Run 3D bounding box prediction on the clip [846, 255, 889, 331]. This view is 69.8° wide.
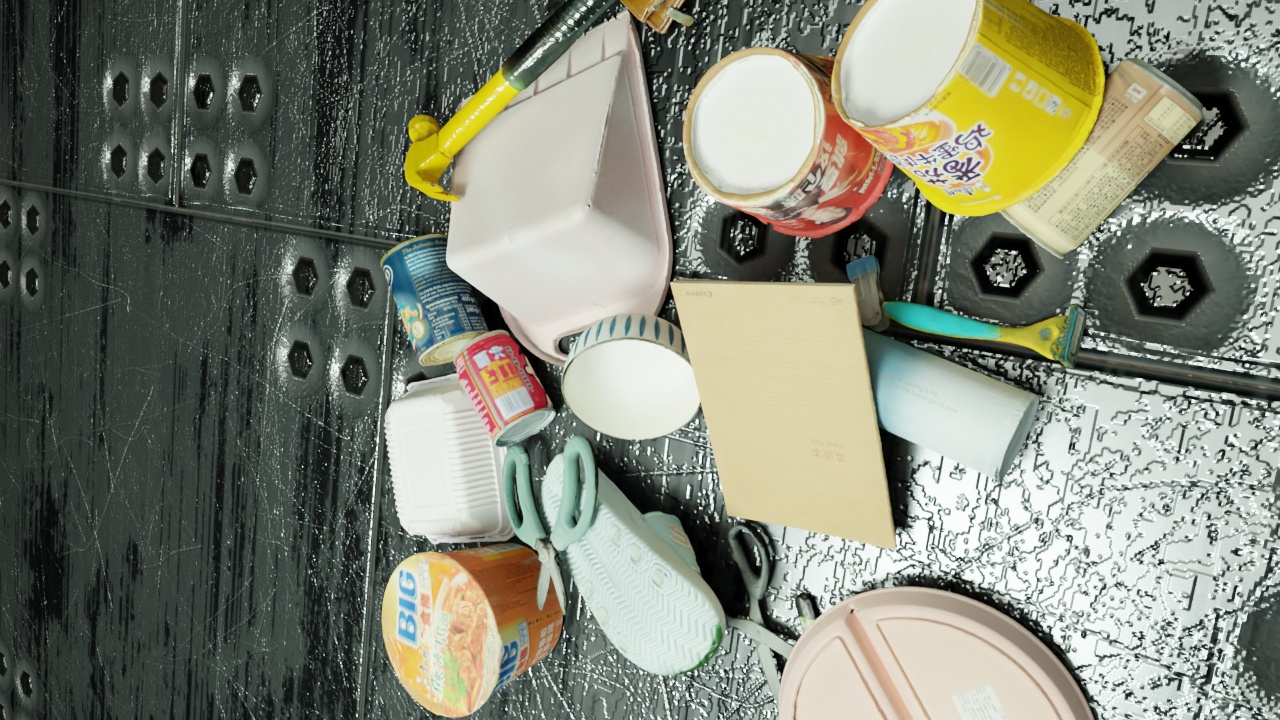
[{"bbox_3d":[0.172,-0.050,0.686,0.024,0.027,0.056,-20,71,31],"label":"clip"}]

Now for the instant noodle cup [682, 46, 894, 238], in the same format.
[{"bbox_3d":[0.104,-0.160,0.667,0.138,0.108,0.138,3,96,34],"label":"instant noodle cup"}]

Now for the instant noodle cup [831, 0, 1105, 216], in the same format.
[{"bbox_3d":[0.195,-0.173,0.573,0.138,0.109,0.137,-29,53,46],"label":"instant noodle cup"}]

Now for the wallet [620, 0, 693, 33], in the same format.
[{"bbox_3d":[0.023,-0.349,0.751,0.119,0.035,0.131,50,120,20],"label":"wallet"}]

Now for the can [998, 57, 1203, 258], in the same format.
[{"bbox_3d":[0.285,-0.126,0.576,0.058,0.058,0.116,48,117,22],"label":"can"}]

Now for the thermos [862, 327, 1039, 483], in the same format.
[{"bbox_3d":[0.166,0.012,0.661,0.221,0.070,0.070,25,107,29],"label":"thermos"}]

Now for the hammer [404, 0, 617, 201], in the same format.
[{"bbox_3d":[-0.111,-0.249,0.806,0.302,0.032,0.128,-35,47,29],"label":"hammer"}]

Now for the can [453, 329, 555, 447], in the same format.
[{"bbox_3d":[-0.130,0.026,0.865,0.067,0.066,0.093,-40,72,30],"label":"can"}]

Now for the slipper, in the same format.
[{"bbox_3d":[-0.008,0.168,0.794,0.245,0.074,0.104,44,121,41],"label":"slipper"}]

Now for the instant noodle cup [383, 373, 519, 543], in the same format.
[{"bbox_3d":[-0.198,0.102,0.923,0.138,0.060,0.173,-10,89,34],"label":"instant noodle cup"}]

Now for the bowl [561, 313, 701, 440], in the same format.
[{"bbox_3d":[-0.005,0.004,0.766,0.117,0.116,0.066,-34,31,31],"label":"bowl"}]

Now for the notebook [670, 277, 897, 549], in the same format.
[{"bbox_3d":[0.107,0.038,0.681,0.150,0.012,0.212,6,120,40],"label":"notebook"}]

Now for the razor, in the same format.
[{"bbox_3d":[0.234,-0.025,0.637,0.133,0.028,0.043,11,77,30],"label":"razor"}]

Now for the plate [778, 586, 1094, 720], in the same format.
[{"bbox_3d":[0.207,0.279,0.664,0.230,0.028,0.229,3,97,27],"label":"plate"}]

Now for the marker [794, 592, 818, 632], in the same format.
[{"bbox_3d":[0.146,0.246,0.727,0.018,0.015,0.124,-22,78,33],"label":"marker"}]

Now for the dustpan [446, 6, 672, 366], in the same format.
[{"bbox_3d":[-0.069,-0.141,0.847,0.223,0.138,0.272,-12,59,36],"label":"dustpan"}]

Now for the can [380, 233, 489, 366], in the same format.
[{"bbox_3d":[-0.200,-0.057,0.902,0.075,0.075,0.111,-31,77,32],"label":"can"}]

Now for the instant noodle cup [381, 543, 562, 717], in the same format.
[{"bbox_3d":[-0.152,0.244,0.870,0.152,0.111,0.151,3,95,34],"label":"instant noodle cup"}]

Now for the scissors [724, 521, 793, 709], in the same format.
[{"bbox_3d":[0.097,0.217,0.752,0.181,0.014,0.159,15,102,36],"label":"scissors"}]

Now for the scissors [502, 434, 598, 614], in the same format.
[{"bbox_3d":[-0.089,0.132,0.826,0.181,0.019,0.170,31,113,49],"label":"scissors"}]
